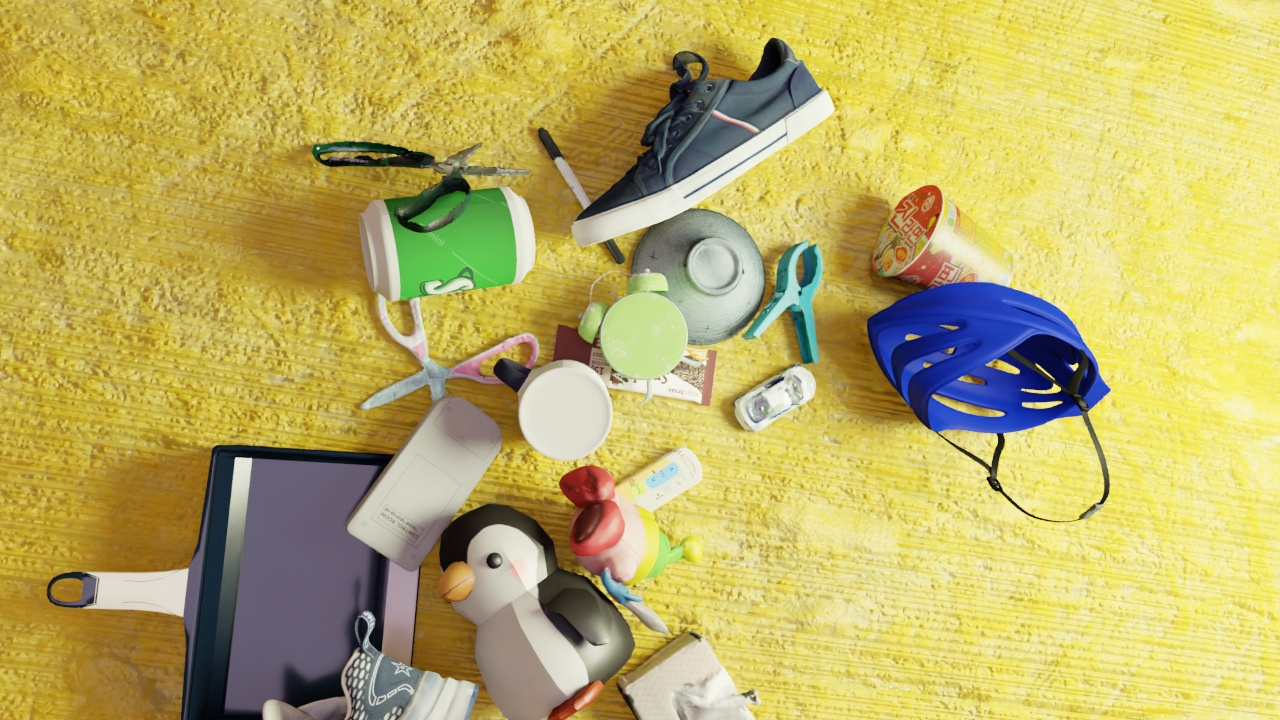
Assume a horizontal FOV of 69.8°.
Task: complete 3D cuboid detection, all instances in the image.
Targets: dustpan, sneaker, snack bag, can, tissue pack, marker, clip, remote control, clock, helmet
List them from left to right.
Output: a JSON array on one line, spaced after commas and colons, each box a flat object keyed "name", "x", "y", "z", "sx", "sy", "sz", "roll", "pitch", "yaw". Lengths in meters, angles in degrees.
[{"name": "dustpan", "x": -0.324, "y": 0.189, "z": 0.758, "sx": 0.273, "sy": 0.080, "sz": 0.236, "roll": 5, "pitch": 83, "yaw": -11}, {"name": "sneaker", "x": -0.257, "y": 0.326, "z": 0.727, "sx": 0.132, "sy": 0.103, "sz": 0.269, "roll": 41, "pitch": 96, "yaw": -6}, {"name": "remote control", "x": -0.187, "y": 0.105, "z": 0.812, "sx": 0.074, "sy": 0.019, "sz": 0.150, "roll": 41, "pitch": 72, "yaw": -23}, {"name": "can", "x": -0.170, "y": -0.103, "z": 0.808, "sx": 0.139, "sy": 0.088, "sz": 0.087, "roll": -10, "pitch": 86, "yaw": -20}, {"name": "marker", "x": -0.057, "y": -0.159, "z": 0.883, "sx": 0.011, "sy": 0.011, "sz": 0.152, "roll": -32, "pitch": 92, "yaw": -13}, {"name": "snack bag", "x": -0.005, "y": 0.005, "z": 0.876, "sx": 0.158, "sy": 0.013, "sz": 0.057, "roll": 10, "pitch": 84, "yaw": -10}, {"name": "clock", "x": -0.001, "y": -0.028, "z": 0.844, "sx": 0.094, "sy": 0.042, "sz": 0.119, "roll": -36, "pitch": 89, "yaw": -2}, {"name": "remote control", "x": 0.001, "y": 0.126, "z": 0.863, "sx": 0.125, "sy": 0.018, "sz": 0.038, "roll": -31, "pitch": 91, "yaw": -11}, {"name": "sneaker", "x": 0.041, "y": -0.216, "z": 0.861, "sx": 0.294, "sy": 0.121, "sz": 0.127, "roll": -37, "pitch": 105, "yaw": -16}, {"name": "tissue pack", "x": 0.068, "y": 0.344, "z": 0.832, "sx": 0.103, "sy": 0.071, "sz": 0.181, "roll": -30, "pitch": 88, "yaw": -12}, {"name": "clip", "x": 0.144, "y": -0.065, "z": 0.901, "sx": 0.097, "sy": 0.026, "sz": 0.116, "roll": 21, "pitch": 76, "yaw": -26}, {"name": "helmet", "x": 0.330, "y": 0.036, "z": 0.844, "sx": 0.241, "sy": 0.148, "sz": 0.227, "roll": 11, "pitch": 46, "yaw": -15}]

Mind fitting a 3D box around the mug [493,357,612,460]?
[{"name": "mug", "x": -0.080, "y": 0.032, "z": 0.808, "sx": 0.112, "sy": 0.097, "sz": 0.078, "roll": 33, "pitch": 91, "yaw": -6}]

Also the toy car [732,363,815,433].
[{"name": "toy car", "x": 0.133, "y": 0.036, "z": 0.894, "sx": 0.089, "sy": 0.027, "sz": 0.038, "roll": -30, "pitch": 89, "yaw": -13}]

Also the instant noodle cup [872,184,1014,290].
[{"name": "instant noodle cup", "x": 0.306, "y": -0.103, "z": 0.913, "sx": 0.112, "sy": 0.100, "sz": 0.100, "roll": 28, "pitch": 79, "yaw": -16}]

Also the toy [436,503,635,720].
[{"name": "toy", "x": -0.095, "y": 0.206, "z": 0.792, "sx": 0.184, "sy": 0.160, "sz": 0.139, "roll": 55, "pitch": 38, "yaw": 8}]

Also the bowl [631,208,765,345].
[{"name": "bowl", "x": 0.063, "y": -0.085, "z": 0.876, "sx": 0.137, "sy": 0.057, "sz": 0.137, "roll": 1, "pitch": 84, "yaw": -11}]

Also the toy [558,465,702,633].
[{"name": "toy", "x": -0.006, "y": 0.161, "z": 0.803, "sx": 0.097, "sy": 0.124, "sz": 0.131, "roll": -31, "pitch": 124, "yaw": 2}]

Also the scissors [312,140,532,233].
[{"name": "scissors", "x": -0.197, "y": -0.155, "z": 0.789, "sx": 0.201, "sy": 0.205, "sz": 0.015, "roll": 2, "pitch": 122, "yaw": -1}]

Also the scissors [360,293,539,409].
[{"name": "scissors", "x": -0.184, "y": -0.007, "z": 0.842, "sx": 0.170, "sy": 0.013, "sz": 0.177, "roll": -25, "pitch": 92, "yaw": -10}]
